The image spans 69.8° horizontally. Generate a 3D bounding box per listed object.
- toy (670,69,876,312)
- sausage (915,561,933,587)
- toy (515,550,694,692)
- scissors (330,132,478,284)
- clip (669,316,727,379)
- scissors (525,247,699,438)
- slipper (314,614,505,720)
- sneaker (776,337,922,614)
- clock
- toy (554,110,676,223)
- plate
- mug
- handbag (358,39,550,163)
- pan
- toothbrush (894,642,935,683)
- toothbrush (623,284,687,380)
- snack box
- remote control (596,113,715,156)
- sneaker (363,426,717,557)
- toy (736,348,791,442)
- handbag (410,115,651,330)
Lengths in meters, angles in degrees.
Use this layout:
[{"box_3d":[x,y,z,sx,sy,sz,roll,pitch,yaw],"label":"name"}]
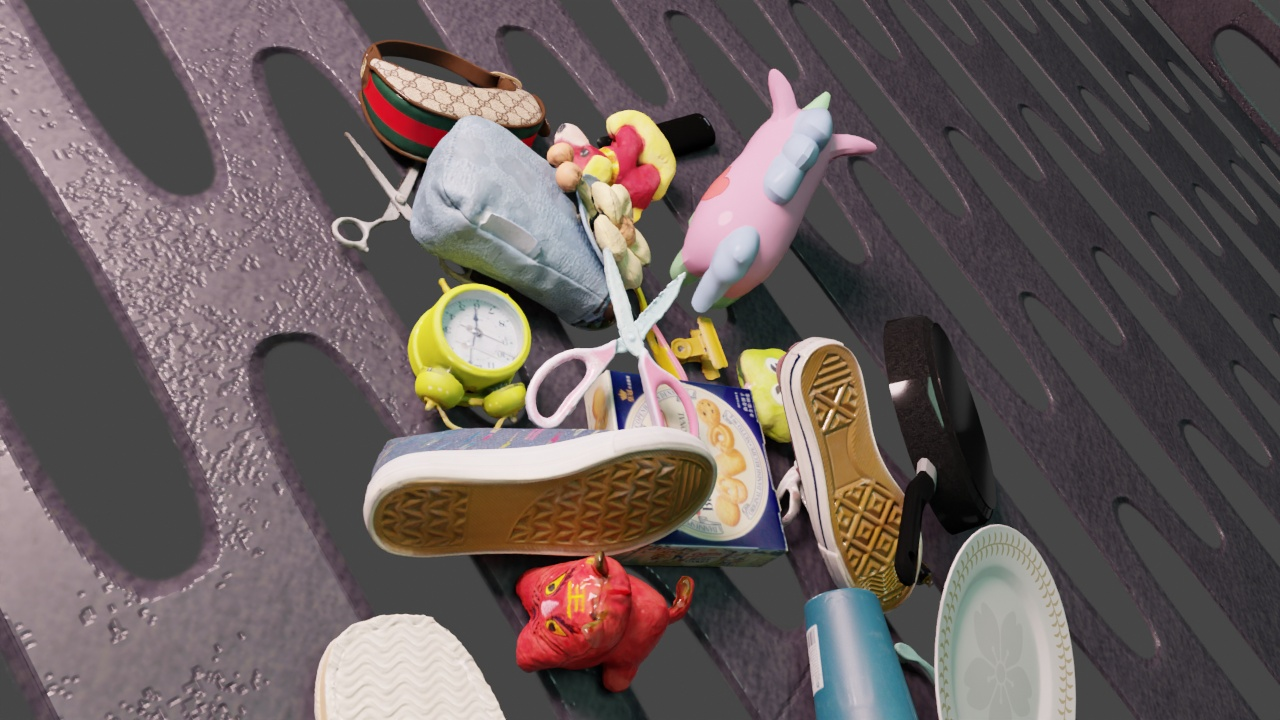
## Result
[{"box_3d":[0.109,-0.144,0.836,0.120,0.172,0.221,34,48,-10],"label":"toy"},{"box_3d":[0.203,0.143,0.811,0.155,0.020,0.020,48,47,3],"label":"sausage"},{"box_3d":[-0.009,0.167,0.606,0.132,0.094,0.088,4,59,-33],"label":"toy"},{"box_3d":[-0.183,-0.113,0.731,0.175,0.014,0.141,44,41,-6],"label":"scissors"},{"box_3d":[0.051,-0.011,0.808,0.048,0.045,0.054,18,49,-55],"label":"clip"},{"box_3d":[-0.020,0.001,0.678,0.168,0.014,0.170,-14,87,-24],"label":"scissors"},{"box_3d":[-0.109,0.272,0.497,0.114,0.054,0.272,-5,59,-40],"label":"slipper"},{"box_3d":[0.158,0.095,0.762,0.118,0.088,0.241,-23,101,-22],"label":"sneaker"},{"box_3d":[-0.123,0.001,0.668,0.083,0.057,0.119,10,62,-28],"label":"clock"},{"box_3d":[-0.021,-0.178,0.851,0.137,0.067,0.105,-19,92,-42],"label":"toy"},{"box_3d":[0.299,0.258,0.755,0.242,0.016,0.242,12,73,-42],"label":"plate"},{"box_3d":[0.162,0.238,0.687,0.078,0.078,0.121,14,49,-25],"label":"mug"},{"box_3d":[-0.159,-0.228,0.797,0.166,0.063,0.138,-2,52,-35],"label":"handbag"},{"box_3d":[0.251,0.081,0.774,0.204,0.044,0.354,66,26,-12],"label":"pan"},{"box_3d":[0.260,0.273,0.767,0.135,0.017,0.022,35,47,-12],"label":"toothbrush"},{"box_3d":[0.011,-0.026,0.797,0.016,0.021,0.135,-10,63,-33],"label":"toothbrush"},{"box_3d":[0.035,0.087,0.722,0.144,0.043,0.144,8,57,-29],"label":"snack box"},{"box_3d":[0.020,-0.225,0.935,0.151,0.020,0.041,-26,78,-38],"label":"remote control"},{"box_3d":[-0.066,0.080,0.623,0.235,0.087,0.079,-3,27,-17],"label":"sneaker"},{"box_3d":[0.138,0.032,0.826,0.117,0.043,0.092,12,54,-29],"label":"toy"},{"box_3d":[-0.077,-0.115,0.730,0.192,0.119,0.121,31,47,-27],"label":"handbag"}]
